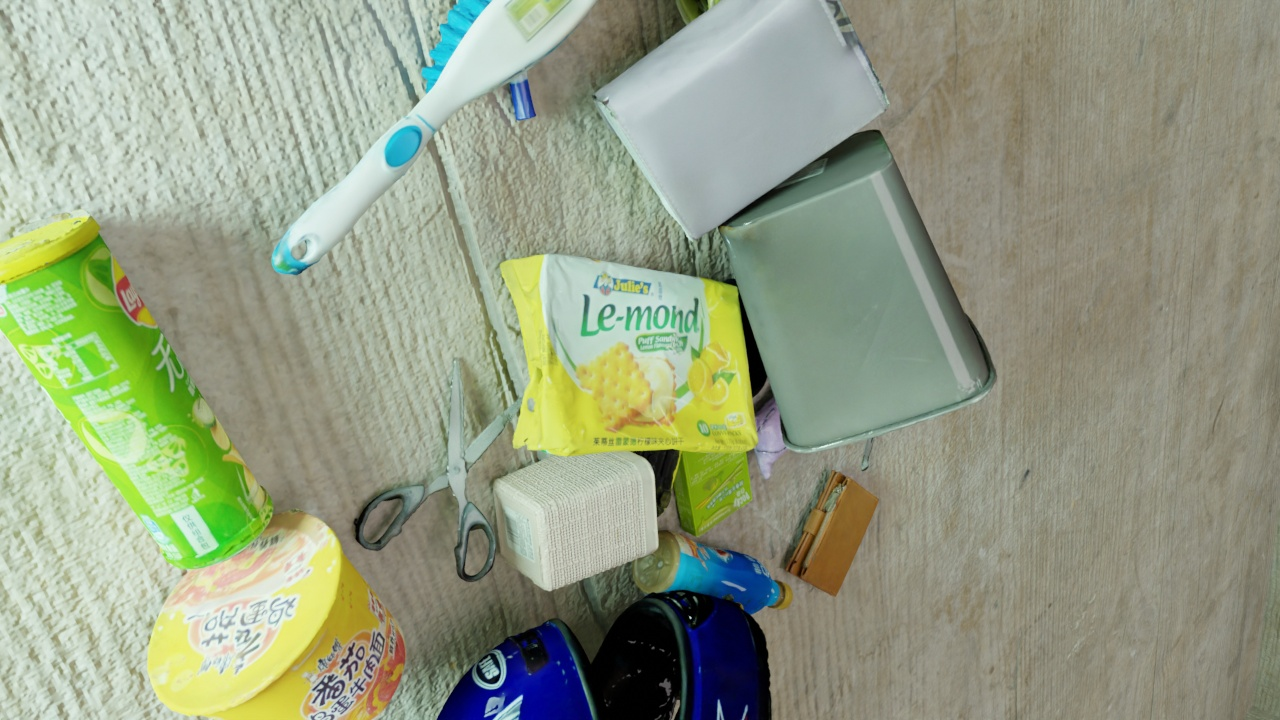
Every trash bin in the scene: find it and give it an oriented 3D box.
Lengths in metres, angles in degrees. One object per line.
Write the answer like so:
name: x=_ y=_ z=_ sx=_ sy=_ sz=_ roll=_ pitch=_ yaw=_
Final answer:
trash bin: x=0.184 y=-0.070 z=0.834 sx=0.220 sy=0.199 sz=0.198 roll=64 pitch=18 yaw=-20

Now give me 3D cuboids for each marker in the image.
marker: x=-0.099 y=-0.251 z=0.674 sx=0.016 sy=0.017 sz=0.146 roll=-27 pitch=118 yaw=-34

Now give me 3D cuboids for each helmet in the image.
helmet: x=-0.051 y=0.327 z=0.734 sx=0.240 sy=0.248 sz=0.315 roll=19 pitch=82 yaw=-21

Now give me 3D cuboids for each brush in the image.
brush: x=-0.130 y=-0.179 z=0.610 sx=0.314 sy=0.109 sz=0.060 roll=-44 pitch=122 yaw=-6

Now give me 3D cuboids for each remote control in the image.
remote control: x=0.102 y=-0.017 z=0.911 sx=0.053 sy=0.024 sz=0.136 roll=-38 pitch=124 yaw=-29

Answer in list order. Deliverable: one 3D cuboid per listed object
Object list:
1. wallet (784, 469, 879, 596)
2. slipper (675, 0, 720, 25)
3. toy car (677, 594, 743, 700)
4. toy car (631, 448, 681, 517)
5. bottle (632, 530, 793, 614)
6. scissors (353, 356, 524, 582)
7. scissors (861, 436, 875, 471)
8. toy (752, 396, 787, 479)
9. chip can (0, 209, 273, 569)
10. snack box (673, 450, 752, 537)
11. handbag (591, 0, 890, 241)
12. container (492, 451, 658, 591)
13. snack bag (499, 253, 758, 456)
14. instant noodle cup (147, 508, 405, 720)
wallet: x=0.228 y=0.205 z=1.080 sx=0.107 sy=0.031 sz=0.131 roll=34 pitch=78 yaw=-44
slipper: x=0.061 y=-0.314 z=0.764 sx=0.190 sy=0.091 sz=0.082 roll=2 pitch=138 yaw=-49
toy car: x=0.064 y=0.280 z=0.885 sx=0.041 sy=0.156 sz=0.071 roll=19 pitch=51 yaw=-16
toy car: x=0.014 y=0.094 z=0.852 sx=0.032 sy=0.048 sz=0.105 roll=3 pitch=101 yaw=-72
bottle: x=0.084 y=0.225 z=0.936 sx=0.218 sy=0.065 sz=0.065 roll=27 pitch=84 yaw=-42
scissors: x=-0.148 y=0.090 z=0.714 sx=0.159 sy=0.014 sz=0.181 roll=-15 pitch=96 yaw=-24
scissors: x=0.276 y=0.040 z=1.040 sx=0.221 sy=0.015 sz=0.189 roll=28 pitch=69 yaw=-63
toy: x=0.147 y=0.060 z=0.963 sx=0.107 sy=0.039 sz=0.084 roll=-39 pitch=113 yaw=-26
chip can: x=-0.298 y=0.026 z=0.540 sx=0.072 sy=0.073 sz=0.221 roll=-36 pitch=123 yaw=-29
snack box: x=0.067 y=0.088 z=0.908 sx=0.085 sy=0.026 sz=0.156 roll=-27 pitch=118 yaw=-33
handbag: x=0.078 y=-0.213 z=0.742 sx=0.197 sy=0.098 sz=0.145 roll=-34 pitch=132 yaw=5
container: x=-0.056 y=0.130 z=0.772 sx=0.110 sy=0.090 sz=0.090 roll=-17 pitch=112 yaw=-35
snack bag: x=-0.005 y=0.004 z=0.766 sx=0.246 sy=0.068 sz=0.158 roll=5 pitch=73 yaw=-41
instant noodle cup: x=-0.230 y=0.188 z=0.611 sx=0.137 sy=0.138 sz=0.110 roll=-49 pitch=136 yaw=-20
